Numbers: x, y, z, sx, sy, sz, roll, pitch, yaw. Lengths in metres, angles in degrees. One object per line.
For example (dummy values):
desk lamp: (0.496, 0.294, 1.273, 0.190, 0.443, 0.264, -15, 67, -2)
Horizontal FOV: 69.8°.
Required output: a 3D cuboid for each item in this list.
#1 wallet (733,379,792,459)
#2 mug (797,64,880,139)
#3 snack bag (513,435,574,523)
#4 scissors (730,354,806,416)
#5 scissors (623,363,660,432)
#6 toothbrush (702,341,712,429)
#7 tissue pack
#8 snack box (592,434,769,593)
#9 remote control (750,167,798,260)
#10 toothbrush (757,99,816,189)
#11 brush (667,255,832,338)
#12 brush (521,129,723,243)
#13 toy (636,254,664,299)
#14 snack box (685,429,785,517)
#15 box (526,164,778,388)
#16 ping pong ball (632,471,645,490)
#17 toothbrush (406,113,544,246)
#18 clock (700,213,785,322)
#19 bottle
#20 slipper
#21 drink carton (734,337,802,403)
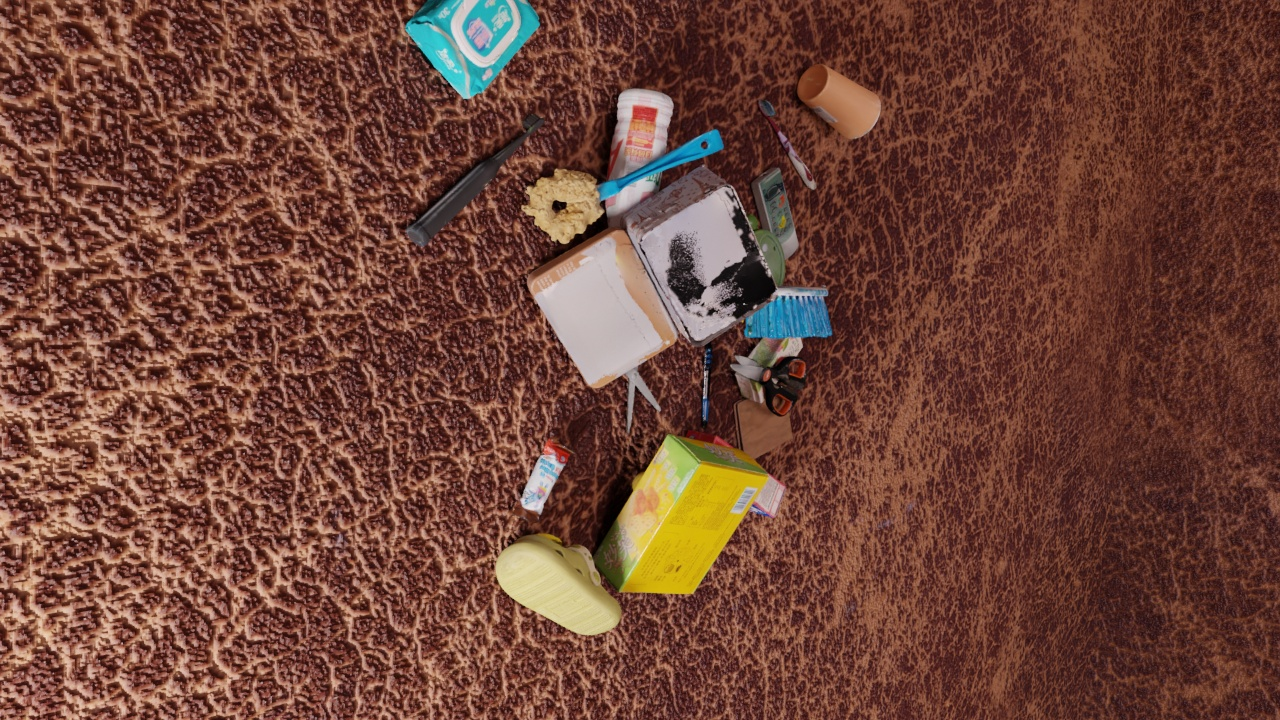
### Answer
wallet: (0.189, 0.093, 1.415, 0.115, 0.020, 0.101, -25, 114, -37)
mug: (0.296, -0.394, 1.386, 0.122, 0.078, 0.078, 17, 86, -40)
snack bag: (-0.118, 0.145, 1.111, 0.045, 0.026, 0.105, 38, 73, -46)
scissors: (0.180, 0.038, 1.321, 0.234, 0.022, 0.149, -15, 121, -50)
scissors: (-0.013, 0.007, 1.198, 0.174, 0.012, 0.162, 29, 78, -45)
toothbrush: (0.097, 0.007, 1.306, 0.014, 0.016, 0.189, -6, 104, -36)
tissue pack: (-0.168, -0.347, 0.943, 0.093, 0.050, 0.133, 49, 64, -38)
snack box: (0.054, 0.208, 1.214, 0.157, 0.070, 0.210, 16, 110, -46)
remote control: (0.201, -0.214, 1.362, 0.056, 0.019, 0.135, -40, 124, -33)
toothbrush: (0.223, -0.319, 1.364, 0.187, 0.017, 0.016, 46, 67, -40)
brush: (0.147, -0.083, 1.237, 0.313, 0.061, 0.109, -3, 98, -38)
brush: (-0.017, -0.211, 1.066, 0.254, 0.046, 0.083, -26, 107, -13)
toy: (-0.002, -0.121, 1.172, 0.091, 0.030, 0.096, -4, 95, -47)
snack box: (0.136, 0.170, 1.349, 0.207, 0.057, 0.058, 37, 70, -42)
box: (0.014, -0.089, 1.096, 0.259, 0.082, 0.177, -31, 124, -2)
ping pong ball: (0.009, 0.169, 1.232, 0.040, 0.040, 0.040, -11, 106, -43)
toothbrush: (-0.172, -0.200, 0.988, 0.212, 0.027, 0.026, -52, 174, -26)
clock: (0.141, -0.140, 1.292, 0.116, 0.056, 0.161, -54, 131, -24)
bottle: (-0.007, -0.225, 1.117, 0.068, 0.068, 0.197, 4, 96, -45)
slipper: (-0.098, 0.267, 1.129, 0.190, 0.092, 0.081, 46, 26, -30)
drink carton: (0.191, 0.000, 1.377, 0.122, 0.045, 0.053, -50, 142, -23)
